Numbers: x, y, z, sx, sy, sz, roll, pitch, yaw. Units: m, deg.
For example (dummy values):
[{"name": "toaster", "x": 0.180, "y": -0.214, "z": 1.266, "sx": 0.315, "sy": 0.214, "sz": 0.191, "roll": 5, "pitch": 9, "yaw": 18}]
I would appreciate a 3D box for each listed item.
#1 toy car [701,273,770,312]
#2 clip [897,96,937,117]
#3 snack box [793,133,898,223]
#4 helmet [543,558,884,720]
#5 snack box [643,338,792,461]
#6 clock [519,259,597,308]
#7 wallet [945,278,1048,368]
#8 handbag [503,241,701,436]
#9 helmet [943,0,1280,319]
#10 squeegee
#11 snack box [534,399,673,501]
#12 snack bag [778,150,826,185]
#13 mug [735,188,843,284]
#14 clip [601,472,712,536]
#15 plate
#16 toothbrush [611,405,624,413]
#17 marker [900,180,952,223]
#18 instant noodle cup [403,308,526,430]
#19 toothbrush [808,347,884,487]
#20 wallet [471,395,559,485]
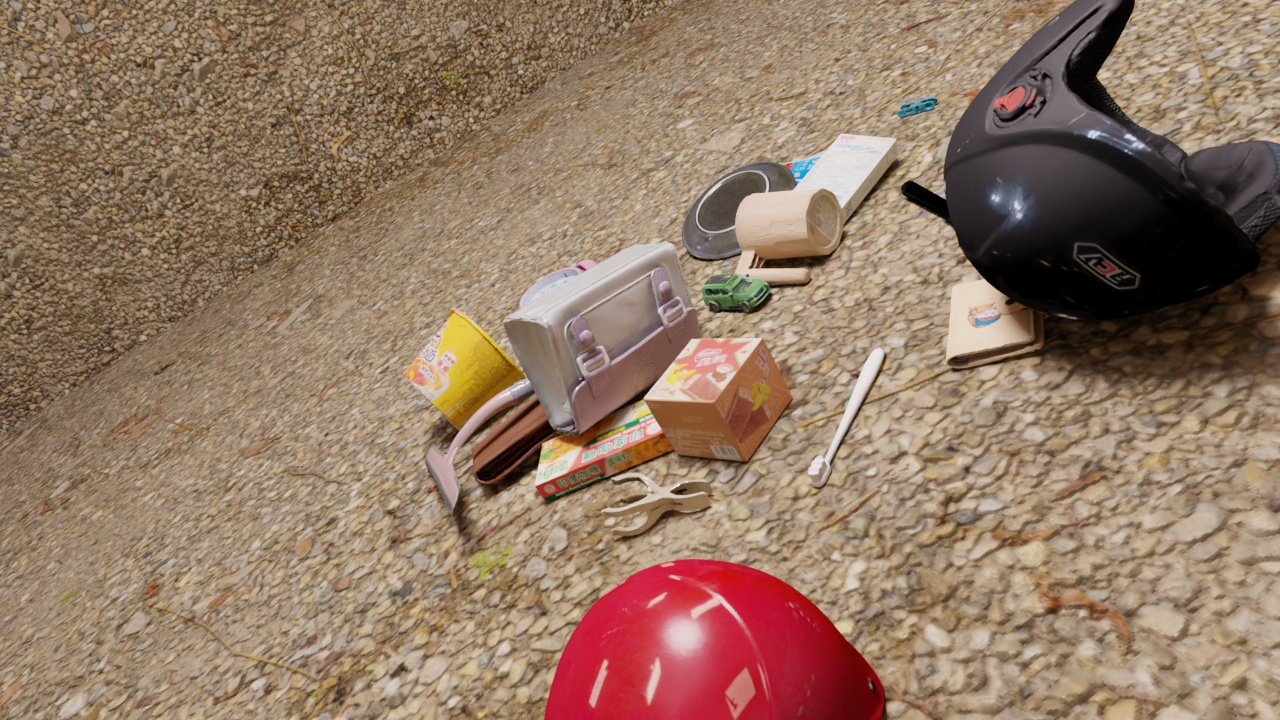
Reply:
[{"name": "toy car", "x": 0.113, "y": -0.082, "z": 1.100, "sx": 0.091, "sy": 0.036, "sz": 0.043, "roll": 8, "pitch": 45, "yaw": 46}, {"name": "clip", "x": 0.392, "y": -0.359, "z": 1.300, "sx": 0.057, "sy": 0.014, "sz": 0.043, "roll": -6, "pitch": 37, "yaw": 39}, {"name": "snack box", "x": 0.258, "y": -0.234, "z": 1.183, "sx": 0.085, "sy": 0.027, "sz": 0.156, "roll": 18, "pitch": 57, "yaw": 40}, {"name": "helmet", "x": 0.023, "y": 0.223, "z": 0.568, "sx": 0.207, "sy": 0.144, "sz": 0.239, "roll": -4, "pitch": 39, "yaw": 39}, {"name": "snack box", "x": 0.075, "y": 0.036, "z": 0.891, "sx": 0.093, "sy": 0.077, "sz": 0.094, "roll": 0, "pitch": 40, "yaw": 46}, {"name": "clock", "x": -0.098, "y": -0.088, "z": 1.297, "sx": 0.159, "sy": 0.060, "sz": 0.117, "roll": -24, "pitch": 28, "yaw": 10}, {"name": "wallet", "x": 0.323, "y": -0.041, "z": 0.829, "sx": 0.087, "sy": 0.024, "sz": 0.114, "roll": -12, "pitch": 31, "yaw": 30}, {"name": "handbag", "x": -0.031, "y": -0.026, "z": 0.996, "sx": 0.196, "sy": 0.145, "sz": 0.099, "roll": -34, "pitch": 26, "yaw": -32}, {"name": "helmet", "x": 0.363, "y": -0.141, "z": 0.731, "sx": 0.231, "sy": 0.233, "sz": 0.273, "roll": -47, "pitch": 12, "yaw": 34}, {"name": "squeegee", "x": -0.150, "y": 0.051, "z": 1.059, "sx": 0.249, "sy": 0.040, "sz": 0.248, "roll": -40, "pitch": 17, "yaw": -11}, {"name": "snack box", "x": -0.036, "y": 0.090, "z": 0.970, "sx": 0.156, "sy": 0.027, "sz": 0.076, "roll": -24, "pitch": 27, "yaw": 15}, {"name": "snack bag", "x": 0.215, "y": -0.255, "z": 1.283, "sx": 0.191, "sy": 0.039, "sz": 0.110, "roll": -6, "pitch": 32, "yaw": 35}, {"name": "mug", "x": 0.174, "y": -0.147, "z": 1.110, "sx": 0.104, "sy": 0.084, "sz": 0.124, "roll": 3, "pitch": 67, "yaw": 46}, {"name": "clip", "x": 0.009, "y": 0.137, "z": 0.842, "sx": 0.103, "sy": 0.035, "sz": 0.092, "roll": 6, "pitch": 40, "yaw": 39}, {"name": "plate", "x": 0.130, "y": -0.214, "z": 1.264, "sx": 0.180, "sy": 0.024, "sz": 0.179, "roll": -22, "pitch": 44, "yaw": 23}, {"name": "toothbrush", "x": -0.006, "y": 0.006, "z": 1.075, "sx": 0.018, "sy": 0.014, "sz": 0.188, "roll": -3, "pitch": 44, "yaw": 27}, {"name": "marker", "x": 0.336, "y": -0.180, "z": 1.051, "sx": 0.022, "sy": 0.020, "sz": 0.132, "roll": -17, "pitch": 28, "yaw": -4}, {"name": "instant noodle cup", "x": -0.230, "y": 0.018, "z": 1.186, "sx": 0.109, "sy": 0.138, "sz": 0.138, "roll": -45, "pitch": 29, "yaw": -9}, {"name": "toothbrush", "x": 0.188, "y": 0.044, "z": 0.829, "sx": 0.016, "sy": 0.016, "sz": 0.179, "roll": -3, "pitch": 38, "yaw": 40}, {"name": "wallet", "x": -0.144, "y": 0.089, "z": 1.064, "sx": 0.124, "sy": 0.032, "sz": 0.101, "roll": -38, "pitch": 19, "yaw": -1}]
